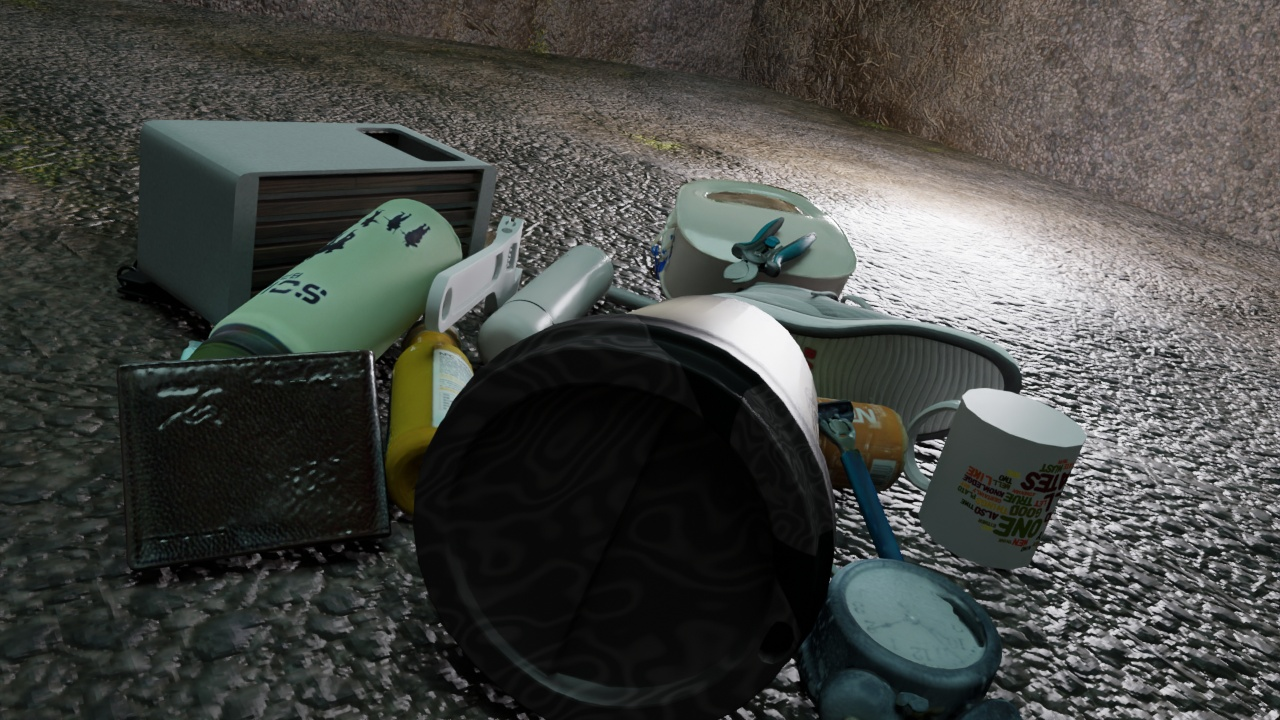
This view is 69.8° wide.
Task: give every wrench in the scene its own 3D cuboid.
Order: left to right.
[{"bbox_3d":[-0.119,-0.053,0.678,0.018,0.087,0.273,12,15,0],"label":"wrench"}]

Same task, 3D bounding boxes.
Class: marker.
[{"bbox_3d":[0.030,-0.042,0.852,0.140,0.016,0.016,20,24,19],"label":"marker"}]

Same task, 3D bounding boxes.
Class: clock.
[{"bbox_3d":[0.122,0.145,0.422,0.090,0.052,0.129,11,27,-3],"label":"clock"}]

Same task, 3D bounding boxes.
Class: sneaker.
[{"bbox_3d":[0.170,-0.012,0.746,0.263,0.097,0.128,13,27,20],"label":"sneaker"}]

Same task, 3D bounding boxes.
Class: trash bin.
[{"bbox_3d":[-0.239,-0.109,0.703,0.114,0.115,0.228,28,26,29],"label":"trash bin"}]

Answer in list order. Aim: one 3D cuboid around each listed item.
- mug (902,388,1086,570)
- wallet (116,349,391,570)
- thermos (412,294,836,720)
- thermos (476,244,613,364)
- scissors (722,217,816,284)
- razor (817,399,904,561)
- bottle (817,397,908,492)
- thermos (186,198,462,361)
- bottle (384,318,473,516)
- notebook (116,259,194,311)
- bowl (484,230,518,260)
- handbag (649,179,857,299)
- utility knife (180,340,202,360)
[{"bbox_3d":[0.218,0.068,0.593,0.073,0.090,0.105,-11,32,-43],"label":"mug"},{"bbox_3d":[-0.185,0.045,0.448,0.119,0.099,0.031,-3,-15,-27],"label":"wallet"},{"bbox_3d":[0.014,0.048,0.455,0.173,0.173,0.225,17,17,11],"label":"thermos"},{"bbox_3d":[-0.074,-0.045,0.759,0.052,0.052,0.223,15,23,7],"label":"thermos"},{"bbox_3d":[0.113,-0.102,0.833,0.132,0.019,0.148,3,39,-19],"label":"scissors"},{"bbox_3d":[0.132,0.080,0.542,0.042,0.022,0.143,-7,53,-14],"label":"razor"},{"bbox_3d":[0.090,0.051,0.610,0.167,0.059,0.059,7,23,-9],"label":"bottle"},{"bbox_3d":[-0.197,-0.019,0.568,0.082,0.082,0.230,16,36,10],"label":"thermos"},{"bbox_3d":[-0.128,0.025,0.566,0.053,0.053,0.186,5,24,-16],"label":"bottle"},{"bbox_3d":[-0.299,-0.081,0.776,0.169,0.019,0.231,14,23,0],"label":"notebook"},{"bbox_3d":[-0.171,-0.102,0.872,0.102,0.026,0.114,27,23,10],"label":"bowl"},{"bbox_3d":[0.111,-0.115,0.942,0.200,0.093,0.199,10,40,-6],"label":"handbag"},{"bbox_3d":[-0.281,0.012,0.574,0.022,0.015,0.119,1,22,-22],"label":"utility knife"}]
